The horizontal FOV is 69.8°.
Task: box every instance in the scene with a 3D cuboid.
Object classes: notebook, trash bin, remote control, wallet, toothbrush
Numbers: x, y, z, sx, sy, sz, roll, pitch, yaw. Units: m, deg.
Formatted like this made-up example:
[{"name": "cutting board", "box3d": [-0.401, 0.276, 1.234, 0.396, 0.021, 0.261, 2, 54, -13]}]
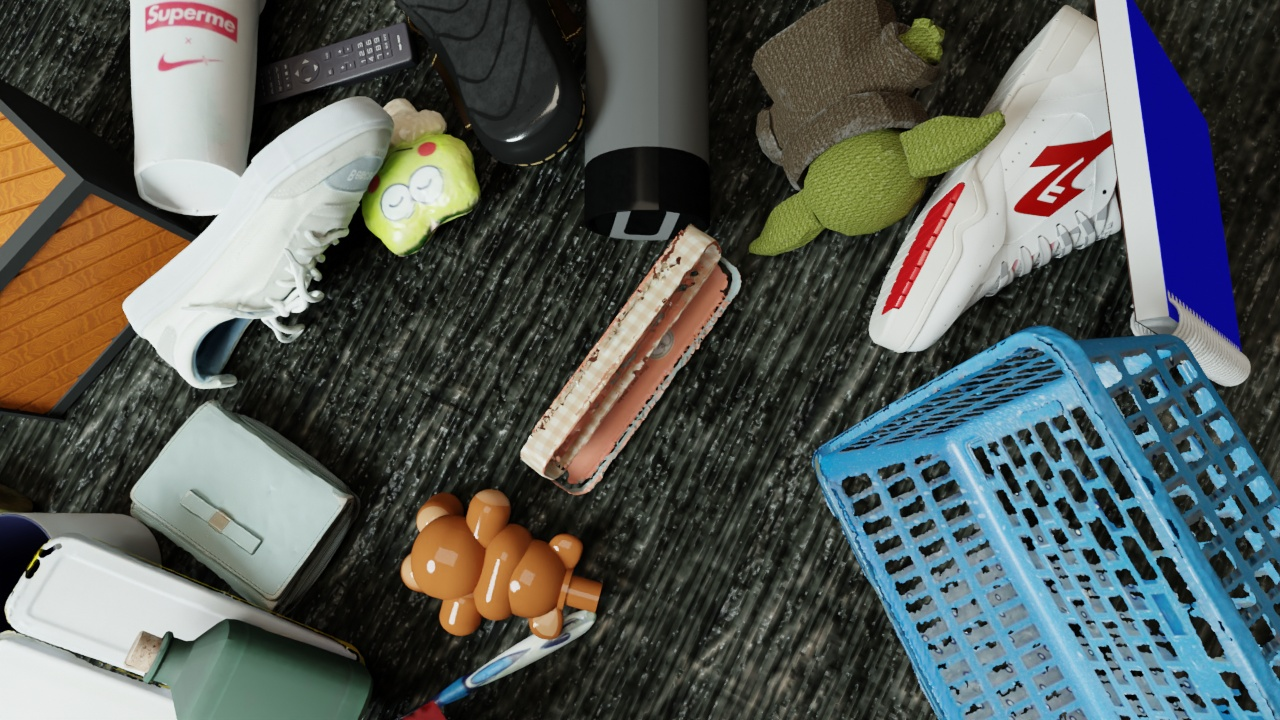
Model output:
[{"name": "notebook", "box3d": [0.294, -0.080, 0.501, 0.022, 0.208, 0.171, -10, 77, 40]}, {"name": "trash bin", "box3d": [-0.429, -0.075, 0.622, 0.140, 0.140, 0.172, 41, 88, 12]}, {"name": "remote control", "box3d": [-0.233, -0.216, 0.683, 0.136, 0.015, 0.032, -14, 79, 8]}, {"name": "wallet", "box3d": [-0.266, 0.100, 0.620, 0.131, 0.054, 0.100, 31, 87, 7]}, {"name": "toothbrush", "box3d": [-0.111, 0.209, 0.594, 0.189, 0.017, 0.016, -30, 77, 3]}]

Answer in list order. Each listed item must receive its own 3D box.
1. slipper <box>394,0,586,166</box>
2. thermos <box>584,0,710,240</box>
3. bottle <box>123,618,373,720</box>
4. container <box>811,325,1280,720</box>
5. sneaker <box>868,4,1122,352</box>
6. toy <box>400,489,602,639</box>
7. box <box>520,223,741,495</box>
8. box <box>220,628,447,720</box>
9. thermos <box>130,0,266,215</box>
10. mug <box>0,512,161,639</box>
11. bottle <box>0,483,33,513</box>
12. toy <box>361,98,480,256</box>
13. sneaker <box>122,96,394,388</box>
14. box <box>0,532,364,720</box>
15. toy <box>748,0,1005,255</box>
[{"name": "slipper", "box3d": [-0.104, -0.229, 0.635, 0.113, 0.075, 0.267, -38, 62, 14]}, {"name": "thermos", "box3d": [0.004, -0.202, 0.614, 0.082, 0.082, 0.240, -1, 80, 7]}, {"name": "bottle", "box3d": [-0.231, 0.190, 0.538, 0.131, 0.061, 0.061, 29, 75, -22]}, {"name": "container", "box3d": [0.244, 0.165, 0.449, 0.089, 0.258, 0.362, -22, 78, -17]}, {"name": "sneaker", "box3d": [0.240, -0.093, 0.569, 0.104, 0.090, 0.236, 32, 83, 3]}, {"name": "toy", "box3d": [-0.087, 0.132, 0.589, 0.128, 0.065, 0.095, 15, 90, 1]}, {"name": "box", "box3d": [-0.005, 0.003, 0.588, 0.042, 0.083, 0.187, 36, 89, 23]}, {"name": "box", "box3d": [-0.203, 0.282, 0.502, 0.153, 0.164, 0.215, 36, 110, -28]}, {"name": "thermos", "box3d": [-0.309, -0.215, 0.644, 0.099, 0.099, 0.220, -11, 71, 6]}, {"name": "mug", "box3d": [-0.397, 0.143, 0.603, 0.112, 0.097, 0.078, -12, 79, 6]}, {"name": "bottle", "box3d": [-0.477, 0.139, 0.636, 0.056, 0.056, 0.105, 26, 85, 11]}, {"name": "toy", "box3d": [-0.164, -0.134, 0.645, 0.092, 0.046, 0.115, -34, 70, 10]}, {"name": "sneaker", "box3d": [-0.239, -0.070, 0.617, 0.243, 0.089, 0.091, -38, 90, 17]}, {"name": "box", "box3d": [-0.289, 0.199, 0.565, 0.209, 0.036, 0.129, 31, 88, -22]}, {"name": "toy", "box3d": [0.132, -0.153, 0.579, 0.180, 0.078, 0.152, -25, 71, 42]}]
